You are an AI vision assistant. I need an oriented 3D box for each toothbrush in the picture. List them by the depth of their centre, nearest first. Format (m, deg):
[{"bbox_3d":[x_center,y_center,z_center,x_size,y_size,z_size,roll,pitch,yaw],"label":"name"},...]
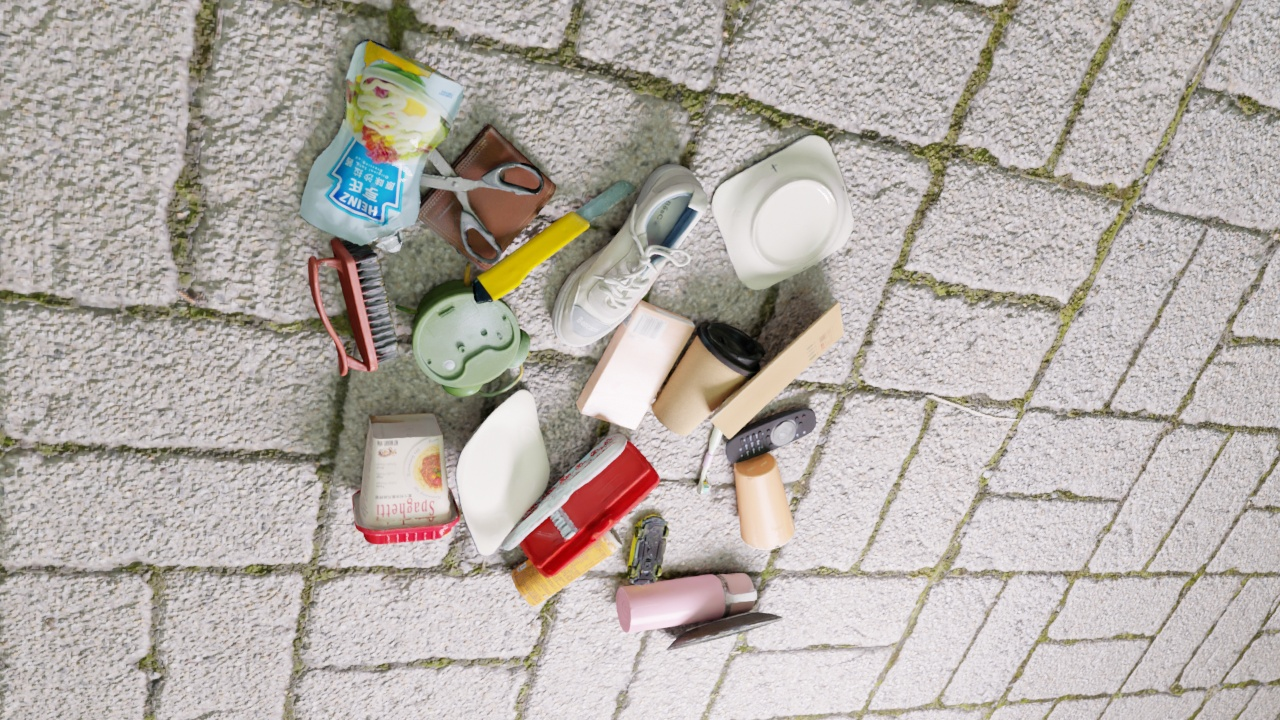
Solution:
[{"bbox_3d":[0.106,0.096,1.226,0.020,0.029,0.190,21,115,14],"label":"toothbrush"}]

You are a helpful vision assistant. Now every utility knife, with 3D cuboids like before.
[{"bbox_3d":[-0.091,-0.130,0.987,0.223,0.015,0.033,-38,107,-16],"label":"utility knife"}]

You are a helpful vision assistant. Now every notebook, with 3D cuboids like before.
[{"bbox_3d":[0.175,0.017,1.151,0.207,0.008,0.148,-42,161,2],"label":"notebook"}]

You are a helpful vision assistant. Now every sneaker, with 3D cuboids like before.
[{"bbox_3d":[-0.007,-0.102,1.020,0.089,0.090,0.242,29,107,-31],"label":"sneaker"}]

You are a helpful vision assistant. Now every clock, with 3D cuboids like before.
[{"bbox_3d":[-0.188,-0.021,1.019,0.116,0.056,0.161,-31,125,-1],"label":"clock"}]

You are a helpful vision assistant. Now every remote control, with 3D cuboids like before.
[{"bbox_3d":[0.175,0.099,1.249,0.136,0.024,0.053,-21,123,-10],"label":"remote control"}]

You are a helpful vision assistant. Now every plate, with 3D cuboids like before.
[{"bbox_3d":[0.176,-0.167,1.086,0.164,0.034,0.164,-30,125,-1],"label":"plate"},{"bbox_3d":[-0.171,0.129,1.087,0.163,0.034,0.164,-49,140,-46],"label":"plate"},{"bbox_3d":[0.123,0.396,1.360,0.179,0.024,0.180,-13,160,-5],"label":"plate"}]

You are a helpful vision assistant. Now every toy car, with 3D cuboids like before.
[{"bbox_3d":[0.008,0.262,1.279,0.048,0.032,0.105,4,106,-23],"label":"toy car"}]

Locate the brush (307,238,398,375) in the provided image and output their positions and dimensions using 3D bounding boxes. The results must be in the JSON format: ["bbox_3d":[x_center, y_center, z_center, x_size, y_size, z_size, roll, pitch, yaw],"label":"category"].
[{"bbox_3d":[-0.299,-0.050,0.955,0.069,0.063,0.146,-20,127,-24],"label":"brush"}]

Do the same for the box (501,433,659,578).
[{"bbox_3d":[-0.081,0.179,1.150,0.201,0.095,0.100,-42,161,4],"label":"box"}]

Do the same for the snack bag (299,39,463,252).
[{"bbox_3d":[-0.253,-0.200,0.889,0.110,0.038,0.191,22,109,-16],"label":"snack bag"}]

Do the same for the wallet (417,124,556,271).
[{"bbox_3d":[-0.161,-0.168,0.958,0.124,0.032,0.101,-47,122,8],"label":"wallet"}]

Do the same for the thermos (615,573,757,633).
[{"bbox_3d":[0.071,0.347,1.322,0.198,0.087,0.067,-2,83,-18],"label":"thermos"}]

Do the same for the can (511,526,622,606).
[{"bbox_3d":[-0.099,0.265,1.222,0.146,0.058,0.058,-35,125,1],"label":"can"}]

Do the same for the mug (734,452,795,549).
[{"bbox_3d":[0.168,0.191,1.275,0.078,0.078,0.123,-19,119,-10],"label":"mug"}]

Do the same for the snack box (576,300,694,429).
[{"bbox_3d":[-0.007,0.007,1.123,0.084,0.026,0.157,20,111,-30],"label":"snack box"}]

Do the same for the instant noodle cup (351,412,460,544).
[{"bbox_3d":[-0.270,0.131,1.051,0.116,0.116,0.124,-3,108,-20],"label":"instant noodle cup"}]

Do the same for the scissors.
[{"bbox_3d":[-0.184,-0.173,0.927,0.181,0.014,0.159,-4,108,-3],"label":"scissors"}]

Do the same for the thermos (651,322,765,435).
[{"bbox_3d":[0.080,0.023,1.133,0.093,0.093,0.143,23,116,-31],"label":"thermos"}]
